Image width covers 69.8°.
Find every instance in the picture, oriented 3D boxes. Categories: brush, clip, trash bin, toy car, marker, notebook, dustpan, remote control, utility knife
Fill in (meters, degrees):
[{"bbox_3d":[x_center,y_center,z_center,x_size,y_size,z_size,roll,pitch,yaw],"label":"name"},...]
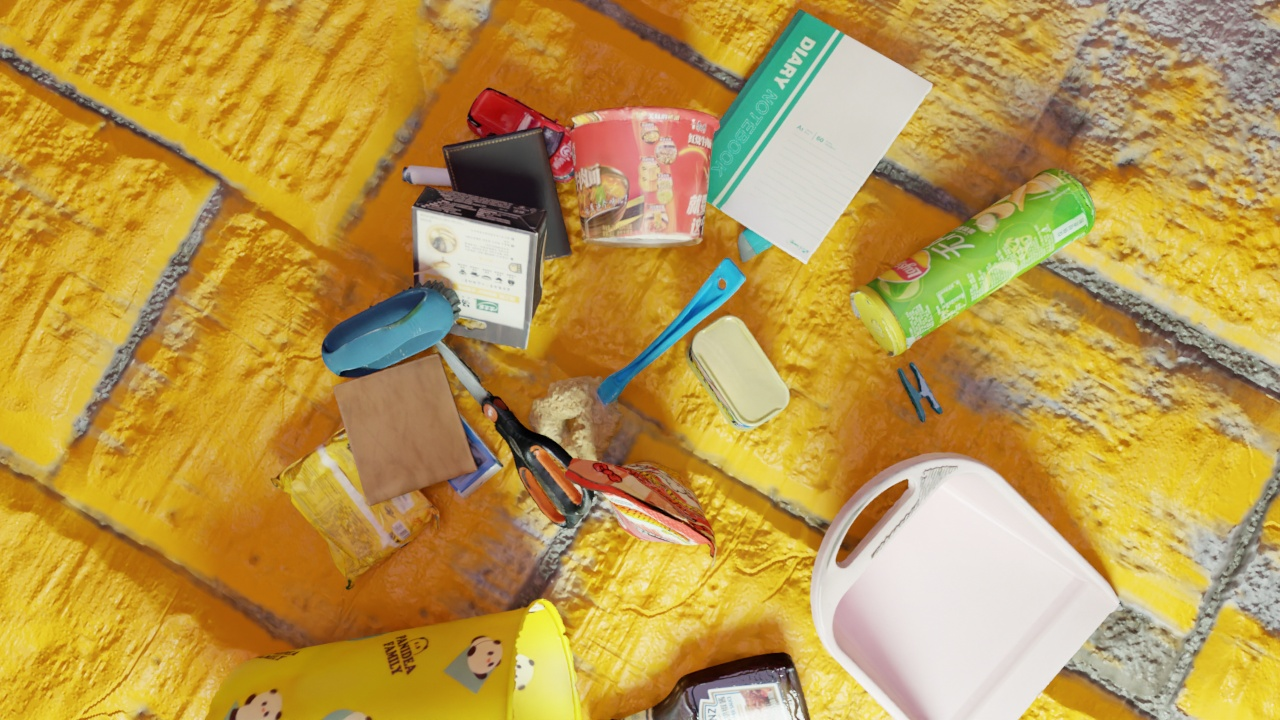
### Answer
[{"bbox_3d":[-0.005,0.005,0.801,0.255,0.045,0.083,-43,73,22],"label":"brush"},{"bbox_3d":[0.258,0.029,0.849,0.046,0.014,0.057,-28,86,1],"label":"clip"},{"bbox_3d":[-0.229,-0.022,0.820,0.144,0.073,0.055,-22,107,22],"label":"brush"},{"bbox_3d":[-0.192,0.321,0.742,0.255,0.229,0.229,-7,85,7],"label":"trash bin"},{"bbox_3d":[-0.108,-0.213,0.868,0.120,0.045,0.053,30,88,2],"label":"toy car"},{"bbox_3d":[-0.163,-0.172,0.879,0.131,0.018,0.022,4,94,2],"label":"marker"},{"bbox_3d":[0.153,-0.214,0.867,0.150,0.012,0.209,34,86,12],"label":"notebook"},{"bbox_3d":[0.265,0.209,0.771,0.273,0.139,0.222,40,86,5],"label":"dustpan"},{"bbox_3d":[-0.185,0.066,0.855,0.049,0.024,0.125,-40,85,-2],"label":"remote control"},{"bbox_3d":[0.160,-0.151,0.868,0.171,0.013,0.029,-36,87,0],"label":"utility knife"}]

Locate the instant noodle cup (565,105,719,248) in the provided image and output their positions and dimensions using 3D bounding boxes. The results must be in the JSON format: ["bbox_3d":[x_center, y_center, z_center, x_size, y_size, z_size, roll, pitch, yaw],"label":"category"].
[{"bbox_3d":[0.003,-0.158,0.820,0.138,0.138,0.108,-1,93,2],"label":"instant noodle cup"}]

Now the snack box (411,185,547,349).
[{"bbox_3d":[-0.148,-0.084,0.834,0.113,0.126,0.053,13,41,3],"label":"snack box"}]

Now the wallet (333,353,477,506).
[{"bbox_3d":[-0.212,0.061,0.828,0.101,0.020,0.115,-17,80,-11],"label":"wallet"}]

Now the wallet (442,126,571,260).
[{"bbox_3d":[-0.124,-0.147,0.853,0.096,0.020,0.122,-10,109,5],"label":"wallet"}]

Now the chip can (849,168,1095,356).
[{"bbox_3d":[0.301,-0.091,0.829,0.221,0.072,0.072,-32,85,-1],"label":"chip can"}]

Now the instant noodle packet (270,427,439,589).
[{"bbox_3d":[-0.257,0.129,0.842,0.110,0.044,0.128,-36,87,-3],"label":"instant noodle packet"}]

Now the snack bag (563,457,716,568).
[{"bbox_3d":[0.006,0.118,0.752,0.128,0.208,0.073,32,85,5],"label":"snack bag"}]

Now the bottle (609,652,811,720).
[{"bbox_3d":[0.050,0.319,0.815,0.195,0.044,0.080,-16,92,2],"label":"bottle"}]

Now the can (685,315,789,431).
[{"bbox_3d":[0.086,0.012,0.821,0.057,0.083,0.102,-34,85,-2],"label":"can"}]

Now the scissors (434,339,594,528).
[{"bbox_3d":[-0.133,0.065,0.844,0.235,0.125,0.021,36,45,23],"label":"scissors"}]
